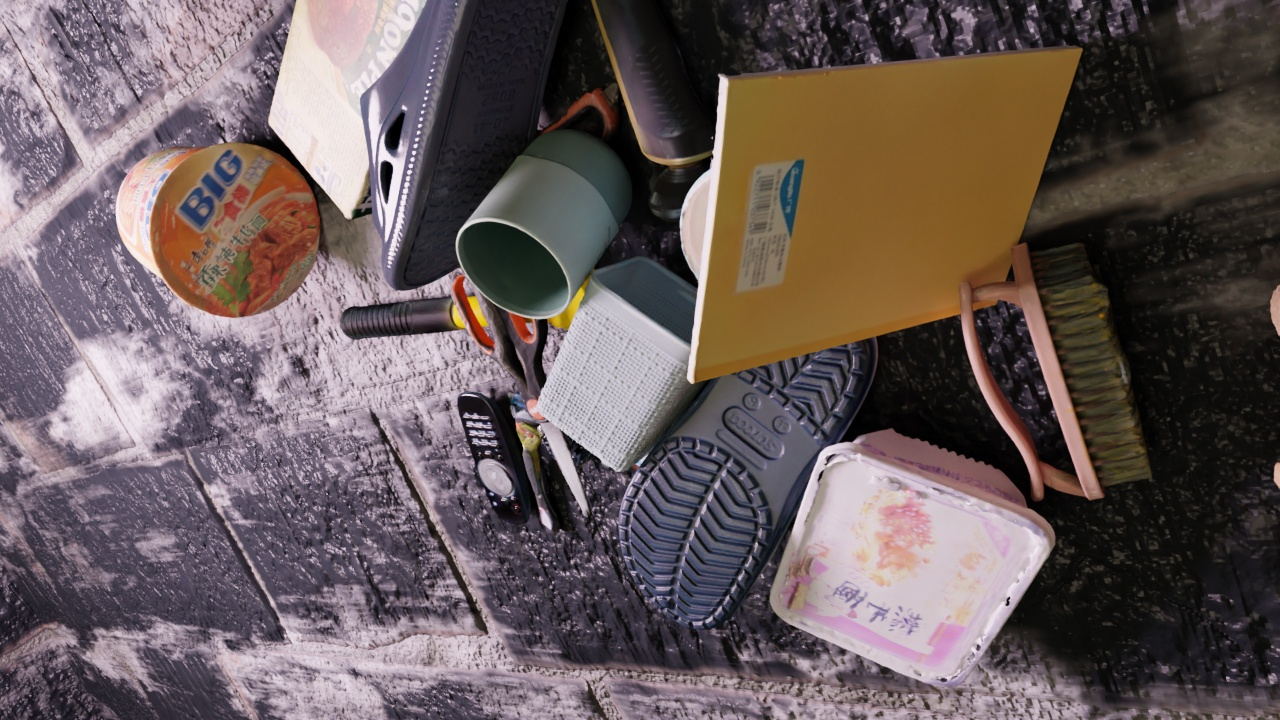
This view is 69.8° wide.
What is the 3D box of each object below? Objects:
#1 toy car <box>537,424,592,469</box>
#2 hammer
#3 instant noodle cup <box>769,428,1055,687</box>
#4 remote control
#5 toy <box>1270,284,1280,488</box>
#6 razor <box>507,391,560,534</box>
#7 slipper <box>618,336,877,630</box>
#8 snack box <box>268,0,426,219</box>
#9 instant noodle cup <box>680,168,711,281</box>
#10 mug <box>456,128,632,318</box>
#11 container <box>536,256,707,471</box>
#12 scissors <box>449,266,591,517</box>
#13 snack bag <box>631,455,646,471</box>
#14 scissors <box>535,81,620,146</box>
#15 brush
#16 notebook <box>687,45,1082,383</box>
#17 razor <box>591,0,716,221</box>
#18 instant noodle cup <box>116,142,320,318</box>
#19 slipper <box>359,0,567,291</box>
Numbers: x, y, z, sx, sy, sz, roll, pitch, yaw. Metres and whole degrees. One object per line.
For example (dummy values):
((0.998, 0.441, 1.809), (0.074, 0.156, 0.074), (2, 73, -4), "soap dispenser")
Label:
((-0.045, 0.051, 0.735), (0.049, 0.031, 0.106), (49, 139, 4), "toy car")
((-0.147, -0.040, 0.758), (0.301, 0.032, 0.129), (-3, 113, 38), "hammer")
((0.168, 0.118, 0.582), (0.138, 0.060, 0.174), (21, 133, 14), "instant noodle cup")
((-0.127, 0.085, 0.822), (0.053, 0.024, 0.136), (2, 118, 34), "remote control")
((0.363, 0.042, 0.399), (0.144, 0.082, 0.226), (3, 120, 41), "toy")
((-0.090, 0.095, 0.802), (0.043, 0.022, 0.143), (11, 122, 34), "razor")
((0.071, 0.062, 0.618), (0.105, 0.095, 0.253), (33, 113, 15), "slipper")
((-0.189, -0.224, 0.653), (0.114, 0.063, 0.241), (48, 133, 12), "snack box")
((0.083, -0.082, 0.501), (0.111, 0.120, 0.111), (18, 125, 28), "instant noodle cup")
((-0.064, -0.087, 0.609), (0.082, 0.106, 0.112), (35, 144, -9), "mug")
((-0.004, 0.004, 0.619), (0.090, 0.089, 0.112), (36, 117, 14), "container")
((-0.073, 0.023, 0.703), (0.125, 0.021, 0.235), (-33, 94, 43), "scissors")
((0.009, 0.053, 0.701), (0.048, 0.026, 0.104), (37, 132, 24), "snack bag")
((-0.101, -0.168, 0.662), (0.197, 0.015, 0.214), (26, 129, 23), "scissors")
((0.221, 0.013, 0.490), (0.073, 0.063, 0.146), (-16, 112, 24), "brush")
((0.117, -0.071, 0.438), (0.010, 0.206, 0.146), (47, 142, 45), "notebook")
((0.007, -0.168, 0.561), (0.167, 0.062, 0.068), (68, 163, -7), "razor")
((-0.380, -0.122, 0.815), (0.111, 0.151, 0.151), (19, 126, 37), "instant noodle cup")
((-0.123, -0.169, 0.598), (0.083, 0.110, 0.269), (39, 127, 20), "slipper")
